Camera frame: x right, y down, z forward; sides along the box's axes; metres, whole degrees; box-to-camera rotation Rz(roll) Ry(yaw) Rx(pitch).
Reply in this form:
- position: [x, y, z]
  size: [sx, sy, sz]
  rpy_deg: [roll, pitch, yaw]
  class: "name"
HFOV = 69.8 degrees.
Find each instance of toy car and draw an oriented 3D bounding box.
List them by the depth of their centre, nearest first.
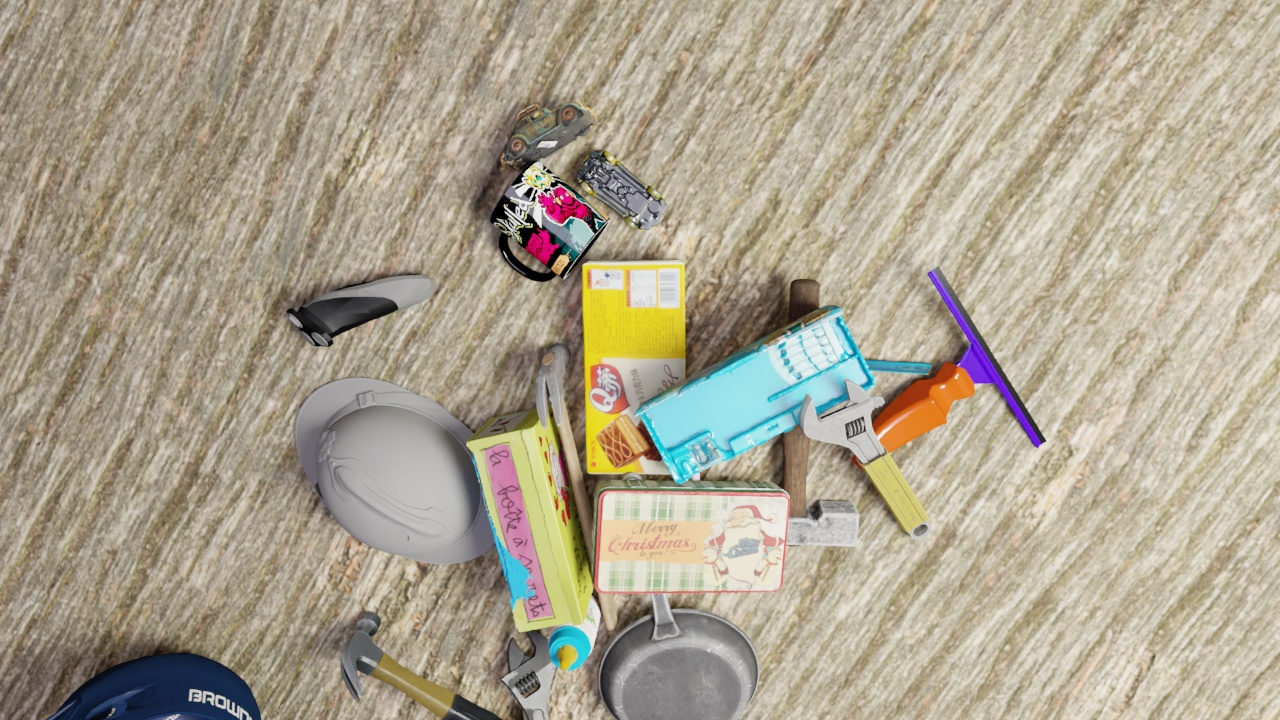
- position: [-0.103, -0.245, 0.970]
  size: [0.112, 0.047, 0.047]
  rpy_deg: [-28, 78, 11]
  class: "toy car"
- position: [-0.020, -0.181, 0.984]
  size: [0.107, 0.030, 0.049]
  rpy_deg: [39, 98, -1]
  class: "toy car"

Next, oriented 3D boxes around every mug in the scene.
- position: [-0.104, -0.137, 0.978]
  size: [0.098, 0.081, 0.118]
  rpy_deg: [38, 126, -3]
  class: "mug"

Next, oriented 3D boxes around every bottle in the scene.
- position: [-0.074, 0.301, 1.006]
  size: [0.051, 0.146, 0.051]
  rpy_deg: [0, 99, 3]
  class: "bottle"

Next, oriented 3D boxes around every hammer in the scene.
- position: [0.132, 0.060, 0.993]
  size: [0.218, 0.037, 0.301]
  rpy_deg: [1, 106, 4]
  class: "hammer"
- position: [-0.068, 0.151, 1.016]
  size: [0.031, 0.119, 0.331]
  rpy_deg: [-8, 107, 6]
  class: "hammer"
- position: [-0.198, 0.413, 1.059]
  size: [0.333, 0.117, 0.025]
  rpy_deg: [34, 107, -8]
  class: "hammer"

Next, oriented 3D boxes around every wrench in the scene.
- position: [0.246, 0.112, 0.958]
  size: [0.084, 0.018, 0.273]
  rpy_deg: [-34, 125, 5]
  class: "wrench"
- position: [-0.109, 0.446, 1.043]
  size: [0.073, 0.018, 0.273]
  rpy_deg: [-6, 75, -22]
  class: "wrench"

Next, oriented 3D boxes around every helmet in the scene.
- position: [-0.280, 0.135, 1.005]
  size: [0.271, 0.117, 0.183]
  rpy_deg: [35, 99, -1]
  class: "helmet"
- position: [-0.558, 0.450, 1.014]
  size: [0.271, 0.223, 0.232]
  rpy_deg: [-35, 112, -21]
  class: "helmet"

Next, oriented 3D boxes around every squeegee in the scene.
- position: [0.301, 0.052, 0.984]
  size: [0.184, 0.055, 0.249]
  rpy_deg: [-39, 109, -3]
  class: "squeegee"

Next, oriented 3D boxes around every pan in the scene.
- position: [0.027, 0.290, 1.025]
  size: [0.187, 0.055, 0.357]
  rpy_deg: [-12, 112, 2]
  class: "pan"

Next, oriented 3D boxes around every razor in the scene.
- position: [0.246, 0.006, 1.005]
  size: [0.144, 0.022, 0.042]
  rpy_deg: [2, 108, -1]
  class: "razor"
- position: [-0.303, -0.061, 1.009]
  size: [0.156, 0.060, 0.057]
  rpy_deg: [-26, 140, -9]
  class: "razor"

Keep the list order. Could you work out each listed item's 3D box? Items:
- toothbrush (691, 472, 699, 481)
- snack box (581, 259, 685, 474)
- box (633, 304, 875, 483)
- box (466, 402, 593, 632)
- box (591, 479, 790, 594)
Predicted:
- position: [0.063, 0.148, 0.995]
  size: [0.022, 0.015, 0.155]
  rpy_deg: [-14, 107, -30]
  class: "toothbrush"
- position: [-0.006, 0.006, 0.997]
  size: [0.110, 0.061, 0.230]
  rpy_deg: [0, 99, 3]
  class: "snack box"
- position: [0.111, 0.036, 0.896]
  size: [0.227, 0.121, 0.098]
  rpy_deg: [-28, 88, 8]
  class: "box"
- position: [-0.112, 0.170, 1.001]
  size: [0.081, 0.124, 0.221]
  rpy_deg: [-14, 97, 7]
  class: "box"
- position: [0.052, 0.186, 0.964]
  size: [0.205, 0.049, 0.118]
  rpy_deg: [3, 96, -8]
  class: "box"
